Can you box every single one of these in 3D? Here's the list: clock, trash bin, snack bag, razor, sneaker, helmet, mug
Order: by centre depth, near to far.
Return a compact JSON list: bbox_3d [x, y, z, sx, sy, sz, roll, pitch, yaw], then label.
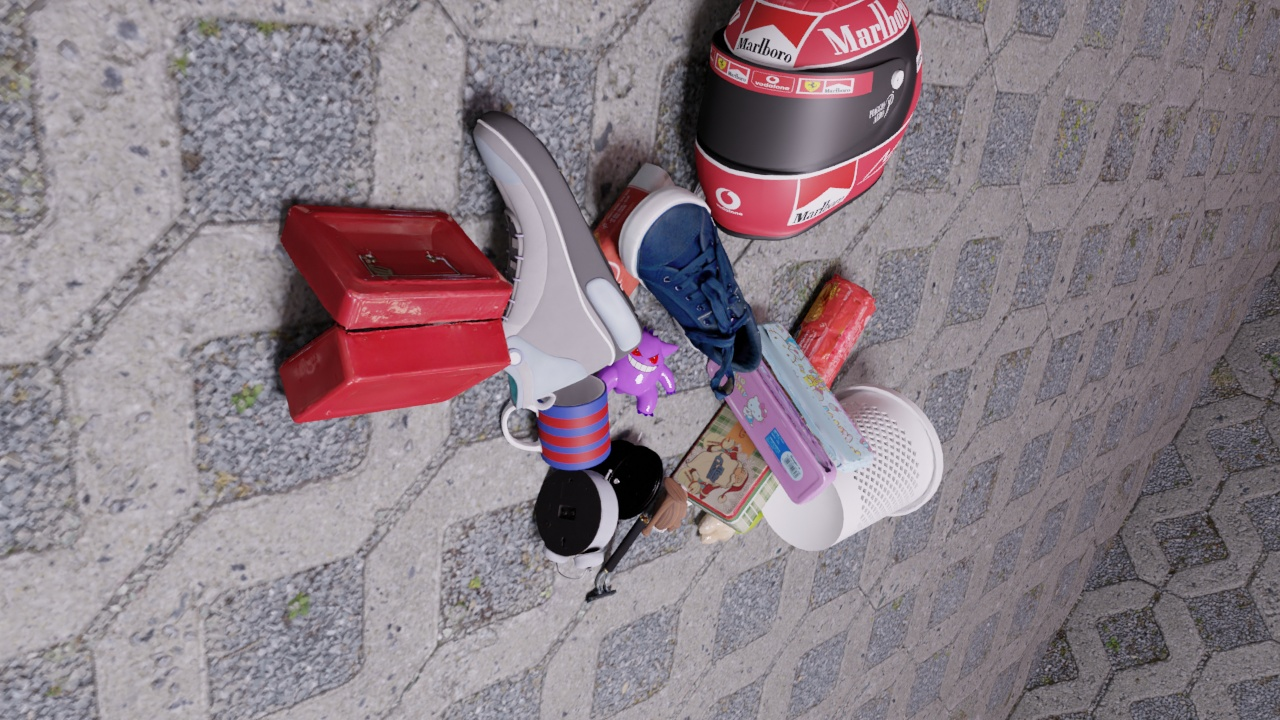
[{"bbox_3d":[-0.116,-0.081,0.830,0.160,0.093,0.257,-34,113,-7],"label":"sneaker"},{"bbox_3d":[0.171,-0.282,0.939,0.270,0.198,0.225,-38,141,-32],"label":"helmet"},{"bbox_3d":[-0.034,-0.095,0.947,0.225,0.041,0.077,-56,139,-11],"label":"snack bag"},{"bbox_3d":[0.070,-0.061,0.950,0.120,0.127,0.294,-43,146,-3],"label":"sneaker"},{"bbox_3d":[-0.088,0.066,0.955,0.112,0.075,0.076,-9,118,-13],"label":"mug"},{"bbox_3d":[-0.069,0.176,0.995,0.035,0.095,0.122,11,84,-50],"label":"clock"},{"bbox_3d":[-0.029,0.143,1.061,0.120,0.042,0.091,-41,133,-23],"label":"clock"},{"bbox_3d":[-0.026,0.237,1.107,0.042,0.022,0.145,-5,132,-45],"label":"razor"},{"bbox_3d":[0.249,-0.029,1.225,0.082,0.082,0.176,40,78,-47],"label":"snack bag"},{"bbox_3d":[0.270,0.154,1.237,0.199,0.196,0.196,-23,124,-42],"label":"trash bin"}]

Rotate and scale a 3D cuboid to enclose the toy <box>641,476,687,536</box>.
[{"bbox_3d":[0.036,0.180,1.124,0.054,0.041,0.102,-17,149,-39],"label":"toy"}]

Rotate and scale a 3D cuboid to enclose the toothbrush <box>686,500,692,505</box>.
[{"bbox_3d":[0.112,0.162,1.230,0.186,0.016,0.015,-21,123,-37],"label":"toothbrush"}]

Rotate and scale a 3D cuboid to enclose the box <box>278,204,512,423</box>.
[{"bbox_3d":[-0.207,-0.019,0.762,0.157,0.152,0.165,-5,128,-45],"label":"box"}]

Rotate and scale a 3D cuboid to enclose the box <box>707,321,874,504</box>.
[{"bbox_3d":[0.182,0.056,1.101,0.092,0.214,0.090,-15,152,-36],"label":"box"}]

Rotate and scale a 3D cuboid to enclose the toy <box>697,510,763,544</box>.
[{"bbox_3d":[0.124,0.208,1.245,0.117,0.043,0.092,-30,138,-23],"label":"toy"}]

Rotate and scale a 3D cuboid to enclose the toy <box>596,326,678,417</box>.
[{"bbox_3d":[-0.006,0.006,1.010,0.106,0.056,0.088,24,94,-13],"label":"toy"}]

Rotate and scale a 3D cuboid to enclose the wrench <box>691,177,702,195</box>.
[{"bbox_3d":[0.159,-0.224,1.097,0.272,0.010,0.070,-26,126,-34],"label":"wrench"}]

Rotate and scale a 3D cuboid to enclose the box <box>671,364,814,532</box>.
[{"bbox_3d":[0.137,0.106,1.157,0.205,0.118,0.050,-51,141,-12],"label":"box"}]
